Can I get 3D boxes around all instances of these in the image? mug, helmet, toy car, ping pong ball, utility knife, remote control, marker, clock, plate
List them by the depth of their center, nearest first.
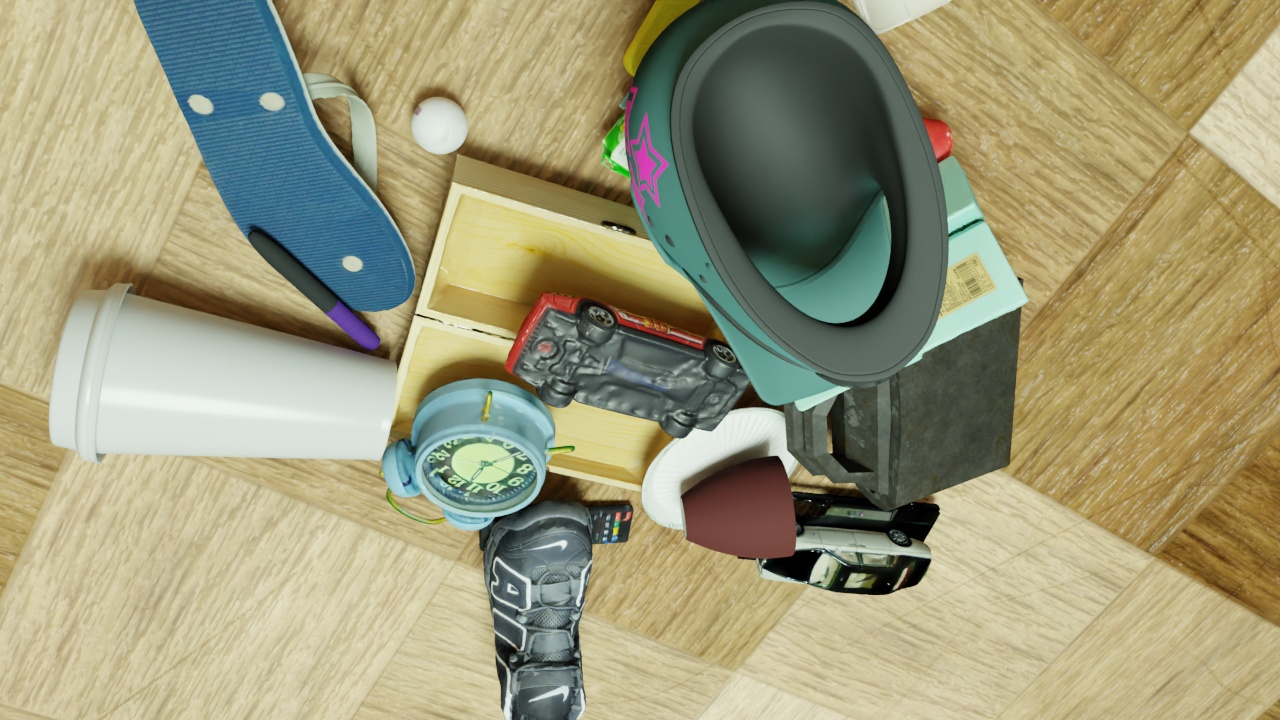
[{"bbox_3d":[0.095,-0.097,0.595,0.176,0.200,0.275,-23,98,1],"label":"helmet"},{"bbox_3d":[0.040,-0.278,0.649,0.028,0.020,0.173,26,111,-23],"label":"utility knife"},{"bbox_3d":[-0.145,-0.169,0.661,0.040,0.040,0.040,-4,117,-8],"label":"ping pong ball"},{"bbox_3d":[-0.246,-0.051,0.694,0.015,0.018,0.134,-58,134,-21],"label":"marker"},{"bbox_3d":[-0.004,0.004,0.701,0.189,0.056,0.082,18,125,-24],"label":"toy car"},{"bbox_3d":[-0.140,0.082,0.747,0.118,0.060,0.162,35,121,-29],"label":"clock"},{"bbox_3d":[0.080,0.133,0.804,0.088,0.114,0.087,-7,77,-3],"label":"mug"},{"bbox_3d":[0.073,0.096,0.822,0.156,0.014,0.157,-14,135,-14],"label":"plate"},{"bbox_3d":[-0.078,0.152,0.847,0.140,0.021,0.045,1,126,-14],"label":"remote control"},{"bbox_3d":[0.195,0.183,0.874,0.191,0.071,0.094,8,123,-13],"label":"toy car"}]

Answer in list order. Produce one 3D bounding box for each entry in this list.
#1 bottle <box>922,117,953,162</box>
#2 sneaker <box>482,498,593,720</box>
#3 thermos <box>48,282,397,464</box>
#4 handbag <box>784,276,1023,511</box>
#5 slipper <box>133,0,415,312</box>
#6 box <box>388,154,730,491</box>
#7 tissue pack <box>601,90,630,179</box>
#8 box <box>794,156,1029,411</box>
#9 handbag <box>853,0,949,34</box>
[{"bbox_3d":[0.172,-0.171,0.708,0.134,0.048,0.072,6,115,-13],"label":"bottle"},{"bbox_3d":[-0.086,0.247,0.808,0.097,0.150,0.253,-2,127,-12],"label":"sneaker"},{"bbox_3d":[-0.305,0.022,0.694,0.221,0.131,0.132,10,115,-22],"label":"thermos"},{"bbox_3d":[0.210,0.029,0.784,0.199,0.102,0.197,-18,119,-19],"label":"handbag"},{"bbox_3d":[-0.244,-0.151,0.636,0.118,0.060,0.295,-6,136,8],"label":"slipper"},{"bbox_3d":[-0.060,-0.013,0.743,0.246,0.068,0.254,15,119,-15],"label":"box"},{"bbox_3d":[0.035,-0.173,0.683,0.099,0.034,0.114,28,112,-36],"label":"tissue pack"},{"bbox_3d":[0.177,-0.058,0.696,0.187,0.138,0.052,-31,141,26],"label":"box"},{"bbox_3d":[0.144,-0.329,0.550,0.101,0.194,0.198,-18,121,36],"label":"handbag"}]
